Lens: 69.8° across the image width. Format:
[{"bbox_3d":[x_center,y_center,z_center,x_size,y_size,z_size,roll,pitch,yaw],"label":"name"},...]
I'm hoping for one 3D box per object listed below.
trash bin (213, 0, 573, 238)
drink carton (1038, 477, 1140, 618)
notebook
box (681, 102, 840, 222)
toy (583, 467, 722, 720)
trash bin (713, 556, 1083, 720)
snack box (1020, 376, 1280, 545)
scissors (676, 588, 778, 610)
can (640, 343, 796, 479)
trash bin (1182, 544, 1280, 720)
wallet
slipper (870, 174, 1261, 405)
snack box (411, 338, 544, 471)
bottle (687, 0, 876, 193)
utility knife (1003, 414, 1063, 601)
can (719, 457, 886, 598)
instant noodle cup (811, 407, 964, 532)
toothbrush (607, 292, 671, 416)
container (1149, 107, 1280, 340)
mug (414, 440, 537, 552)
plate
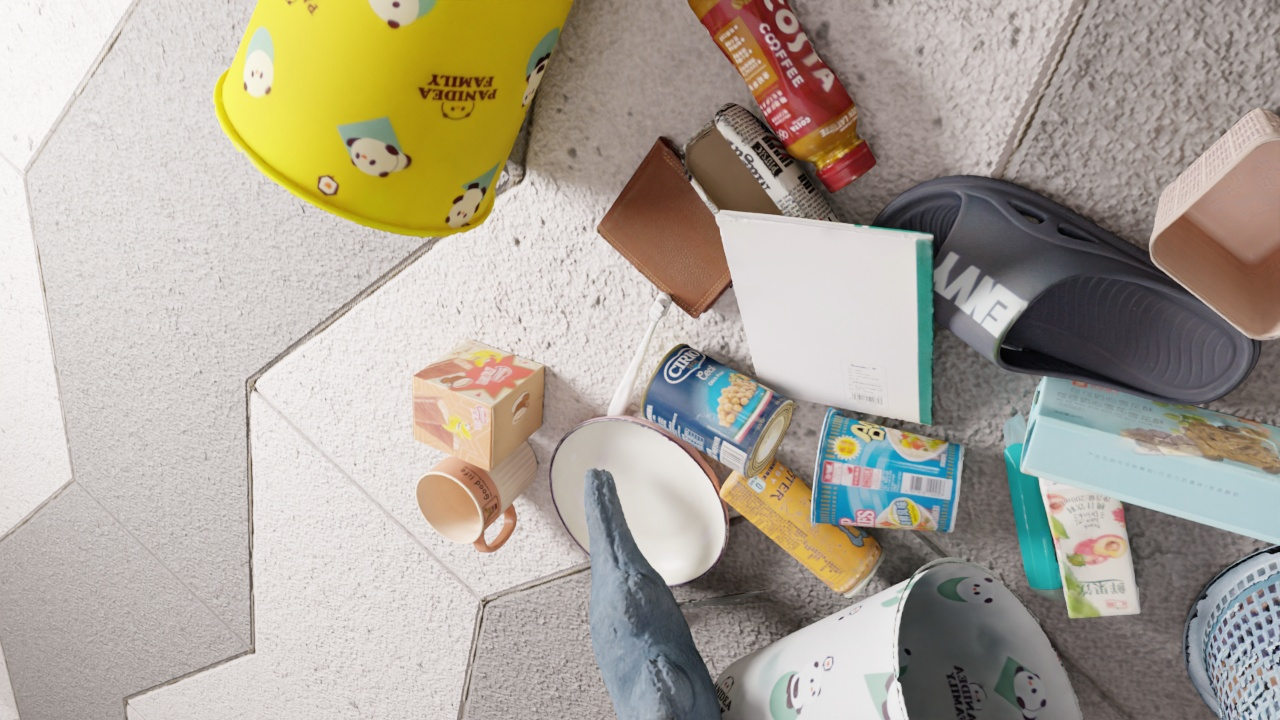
[{"bbox_3d":[-0.163,-0.262,0.678,0.229,0.229,0.256,39,122,6],"label":"trash bin"},{"bbox_3d":[0.344,0.135,0.703,0.054,0.045,0.122,-12,110,21],"label":"drink carton"},{"bbox_3d":[0.145,-0.026,0.692,0.150,0.012,0.209,12,146,26],"label":"notebook"},{"bbox_3d":[0.106,-0.120,0.680,0.163,0.076,0.086,52,164,-3],"label":"box"},{"bbox_3d":[0.014,0.267,0.809,0.138,0.091,0.356,99,152,-49],"label":"toy"},{"bbox_3d":[0.200,0.316,0.779,0.229,0.228,0.253,50,133,-3],"label":"trash bin"},{"bbox_3d":[0.361,0.064,0.638,0.175,0.074,0.052,16,122,21],"label":"snack box"},{"bbox_3d":[0.051,0.249,0.935,0.165,0.014,0.163,10,146,-8],"label":"scissors"},{"bbox_3d":[0.067,0.043,0.783,0.111,0.075,0.075,29,126,23],"label":"can"},{"bbox_3d":[0.485,0.260,0.597,0.227,0.194,0.227,14,121,23],"label":"trash bin"},{"bbox_3d":[0.035,-0.108,0.760,0.124,0.032,0.101,42,125,2],"label":"wallet"},{"bbox_3d":[0.281,-0.041,0.624,0.268,0.083,0.111,26,123,14],"label":"slipper"},{"bbox_3d":[-0.159,0.041,0.907,0.094,0.092,0.077,19,122,20],"label":"snack box"},{"bbox_3d":[0.104,-0.202,0.653,0.058,0.057,0.175,-31,97,37],"label":"bottle"},{"bbox_3d":[0.313,0.120,0.733,0.029,0.013,0.174,-7,112,28],"label":"utility knife"},{"bbox_3d":[0.142,0.142,0.813,0.146,0.058,0.058,39,127,6],"label":"can"},{"bbox_3d":[0.200,0.094,0.739,0.110,0.099,0.099,8,118,18],"label":"instant noodle cup"},{"bbox_3d":[-0.005,0.005,0.831,0.016,0.016,0.181,33,138,9],"label":"toothbrush"},{"bbox_3d":[0.362,-0.085,0.535,0.090,0.110,0.090,40,127,5],"label":"container"},{"bbox_3d":[-0.162,0.139,0.952,0.082,0.105,0.114,-8,111,33],"label":"mug"},{"bbox_3d":[0.002,0.133,0.899,0.193,0.038,0.193,13,121,23],"label":"plate"}]
